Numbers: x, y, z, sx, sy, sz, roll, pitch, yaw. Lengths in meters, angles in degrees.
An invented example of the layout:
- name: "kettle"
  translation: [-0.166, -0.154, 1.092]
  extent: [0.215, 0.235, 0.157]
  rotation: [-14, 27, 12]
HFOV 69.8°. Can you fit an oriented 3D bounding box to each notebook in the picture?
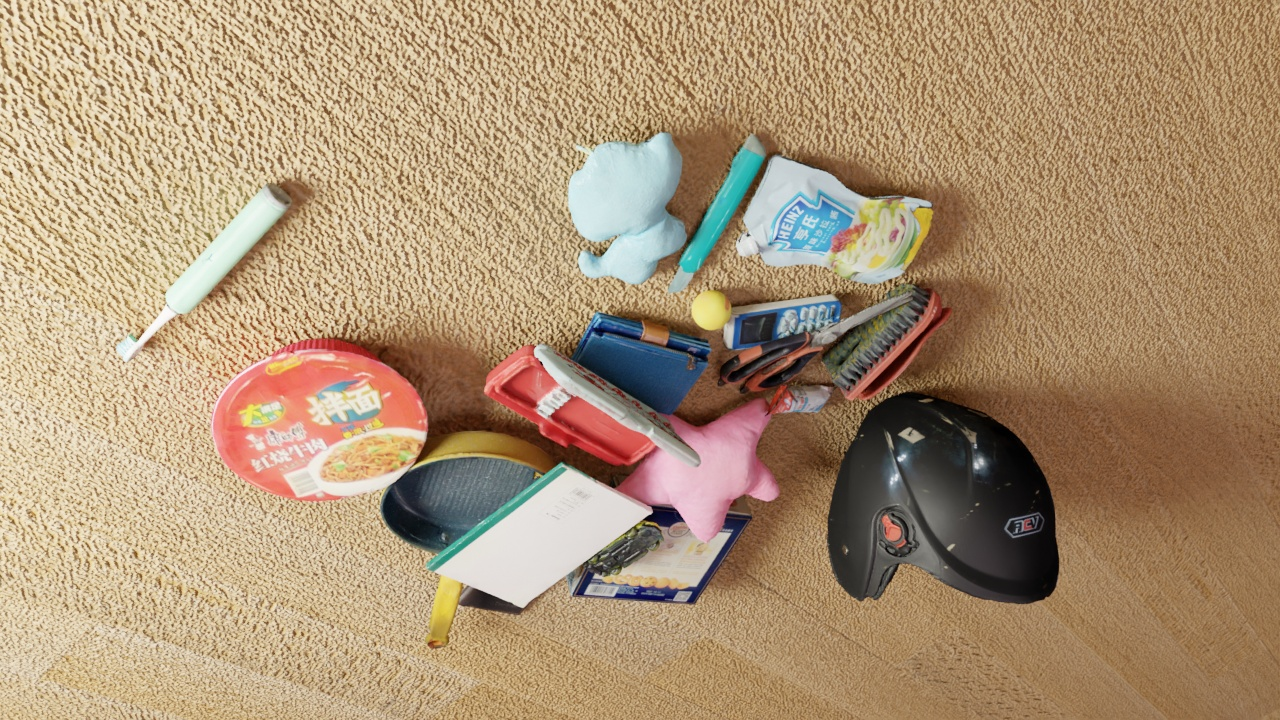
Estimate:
- name: "notebook"
  translation: [-0.110, 0.196, 1.008]
  extent: [0.209, 0.012, 0.150]
  rotation: [-38, 133, 19]

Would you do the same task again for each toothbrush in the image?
- name: "toothbrush"
  translation: [-0.378, -0.070, 0.786]
  extent: [0.225, 0.026, 0.027]
  rotation: [-40, 90, 17]

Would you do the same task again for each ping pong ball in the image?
- name: "ping pong ball"
  translation: [0.072, -0.051, 0.930]
  extent: [0.040, 0.040, 0.040]
  rotation: [-9, 131, -10]

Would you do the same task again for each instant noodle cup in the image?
- name: "instant noodle cup"
  translation: [-0.305, 0.049, 0.883]
  extent: [0.193, 0.065, 0.194]
  rotation: [-9, 130, -11]

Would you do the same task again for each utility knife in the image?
- name: "utility knife"
  translation: [0.070, -0.135, 0.877]
  extent: [0.029, 0.013, 0.180]
  rotation: [16, 122, -24]

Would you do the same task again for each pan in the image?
- name: "pan"
  translation: [-0.203, 0.214, 1.039]
  extent: [0.197, 0.078, 0.359]
  rotation: [9, 136, -16]

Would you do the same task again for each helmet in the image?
- name: "helmet"
  translation: [0.349, 0.164, 1.051]
  extent: [0.233, 0.275, 0.230]
  rotation: [-2, 103, -27]

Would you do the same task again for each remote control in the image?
- name: "remote control"
  translation: [0.150, -0.042, 0.973]
  extent: [0.125, 0.024, 0.049]
  rotation: [-9, 131, -12]

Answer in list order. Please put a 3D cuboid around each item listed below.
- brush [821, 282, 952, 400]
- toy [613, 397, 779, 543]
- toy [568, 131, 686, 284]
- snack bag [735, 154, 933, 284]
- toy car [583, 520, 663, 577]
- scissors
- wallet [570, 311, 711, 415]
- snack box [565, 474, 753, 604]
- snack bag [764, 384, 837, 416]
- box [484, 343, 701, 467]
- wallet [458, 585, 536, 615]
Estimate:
- name: "brush"
  translation: [0.272, -0.021, 1.003]
  extent: [0.069, 0.063, 0.146]
  rotation: [32, 113, -23]
- name: "toy"
  translation: [0.063, 0.132, 1.048]
  extent: [0.194, 0.074, 0.179]
  rotation: [-6, 106, -9]
- name: "toy"
  translation: [-0.013, -0.137, 0.827]
  extent: [0.162, 0.049, 0.156]
  rotation: [-39, 137, 26]
- name: "snack bag"
  translation: [0.189, -0.131, 0.903]
  extent: [0.190, 0.038, 0.111]
  rotation: [9, 136, -22]
- name: "toy car"
  translation: [-0.021, 0.215, 1.069]
  extent: [0.105, 0.032, 0.048]
  rotation: [-36, 128, 23]
- name: "scissors"
  translation: [0.191, -0.016, 0.985]
  extent: [0.207, 0.015, 0.192]
  rotation: [-7, 148, -13]
- name: "wallet"
  translation: [-0.006, 0.006, 0.956]
  extent: [0.133, 0.040, 0.107]
  rotation: [13, 130, -23]
- name: "snack box"
  translation: [0.021, 0.230, 1.148]
  extent: [0.177, 0.045, 0.183]
  rotation: [11, 125, -24]
- name: "snack bag"
  translation: [0.183, 0.045, 1.043]
  extent: [0.104, 0.026, 0.048]
  rotation: [5, 130, -43]
- name: "box"
  translation: [-0.043, 0.049, 0.922]
  extent: [0.201, 0.073, 0.155]
  rotation: [34, 153, -35]
- name: "wallet"
  translation: [-0.159, 0.275, 1.150]
  extent: [0.096, 0.020, 0.122]
  rotation: [25, 120, -33]
